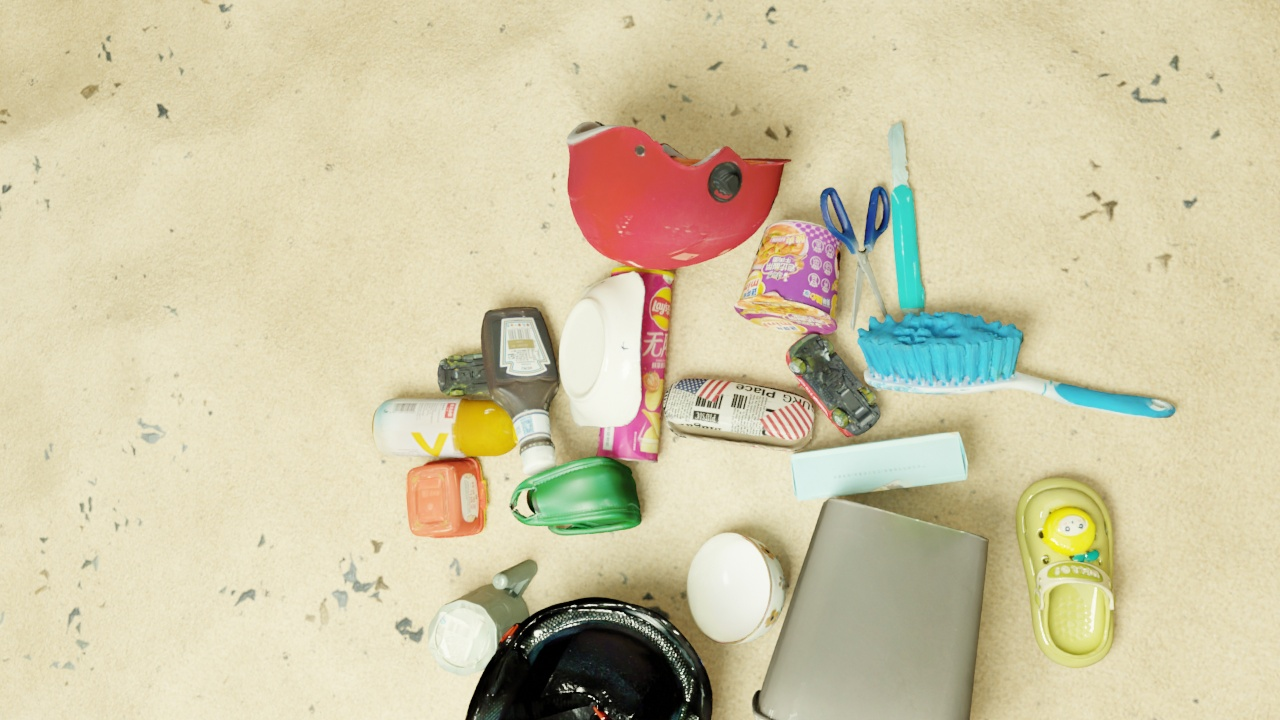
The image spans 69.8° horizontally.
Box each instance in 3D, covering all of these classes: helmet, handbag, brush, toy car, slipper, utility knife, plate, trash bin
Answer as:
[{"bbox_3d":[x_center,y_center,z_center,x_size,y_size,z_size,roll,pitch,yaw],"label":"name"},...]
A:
[{"bbox_3d":[0.033,-0.166,0.967,0.239,0.207,0.144,5,103,-20],"label":"helmet"},{"bbox_3d":[-0.065,0.154,0.986,0.120,0.131,0.068,-18,72,13],"label":"handbag"},{"bbox_3d":[0.384,0.009,0.942,0.315,0.060,0.110,1,128,15],"label":"brush"},{"bbox_3d":[-0.050,0.354,0.913,0.233,0.230,0.274,28,91,-3],"label":"helmet"},{"bbox_3d":[0.203,0.028,0.983,0.052,0.045,0.120,-34,83,-18],"label":"toy car"},{"bbox_3d":[0.432,0.213,0.909,0.092,0.081,0.190,-4,87,8],"label":"slipper"},{"bbox_3d":[0.289,-0.152,1.003,0.029,0.013,0.221,-4,86,11],"label":"utility knife"},{"bbox_3d":[-0.050,-0.010,0.989,0.034,0.164,0.164,6,82,-30],"label":"plate"},{"bbox_3d":[0.232,0.261,0.894,0.199,0.199,0.219,15,81,11],"label":"trash bin"},{"bbox_3d":[-0.183,0.016,1.070,0.105,0.032,0.048,-6,82,-1],"label":"toy car"}]

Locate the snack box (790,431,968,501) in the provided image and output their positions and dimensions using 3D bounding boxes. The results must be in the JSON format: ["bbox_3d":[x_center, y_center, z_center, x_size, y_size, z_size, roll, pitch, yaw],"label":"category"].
[{"bbox_3d":[0.245,0.110,0.956,0.175,0.074,0.051,-9,83,10],"label":"snack box"}]

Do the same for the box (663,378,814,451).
[{"bbox_3d":[0.105,0.052,0.986,0.163,0.081,0.075,8,77,13],"label":"box"}]

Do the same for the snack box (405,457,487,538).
[{"bbox_3d":[-0.221,0.157,1.040,0.082,0.080,0.091,-7,83,10],"label":"snack box"}]

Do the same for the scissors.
[{"bbox_3d":[0.234,-0.119,0.974,0.012,0.162,0.175,-4,54,47],"label":"scissors"}]

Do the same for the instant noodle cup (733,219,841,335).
[{"bbox_3d":[0.165,-0.089,0.978,0.111,0.111,0.099,13,79,12],"label":"instant noodle cup"}]

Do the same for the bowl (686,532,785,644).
[{"bbox_3d":[0.110,0.242,0.967,0.114,0.062,0.113,-19,62,41],"label":"bowl"}]

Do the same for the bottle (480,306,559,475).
[{"bbox_3d":[-0.128,0.032,1.014,0.079,0.044,0.194,-5,62,-20],"label":"bottle"}]

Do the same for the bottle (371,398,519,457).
[{"bbox_3d":[-0.208,0.077,1.050,0.190,0.068,0.068,0,85,8],"label":"bottle"}]

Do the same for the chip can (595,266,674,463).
[{"bbox_3d":[-0.006,0.006,1.017,0.071,0.071,0.210,4,86,11],"label":"chip can"}]

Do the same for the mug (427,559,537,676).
[{"bbox_3d":[-0.166,0.277,1.006,0.084,0.103,0.124,33,92,12],"label":"mug"}]
